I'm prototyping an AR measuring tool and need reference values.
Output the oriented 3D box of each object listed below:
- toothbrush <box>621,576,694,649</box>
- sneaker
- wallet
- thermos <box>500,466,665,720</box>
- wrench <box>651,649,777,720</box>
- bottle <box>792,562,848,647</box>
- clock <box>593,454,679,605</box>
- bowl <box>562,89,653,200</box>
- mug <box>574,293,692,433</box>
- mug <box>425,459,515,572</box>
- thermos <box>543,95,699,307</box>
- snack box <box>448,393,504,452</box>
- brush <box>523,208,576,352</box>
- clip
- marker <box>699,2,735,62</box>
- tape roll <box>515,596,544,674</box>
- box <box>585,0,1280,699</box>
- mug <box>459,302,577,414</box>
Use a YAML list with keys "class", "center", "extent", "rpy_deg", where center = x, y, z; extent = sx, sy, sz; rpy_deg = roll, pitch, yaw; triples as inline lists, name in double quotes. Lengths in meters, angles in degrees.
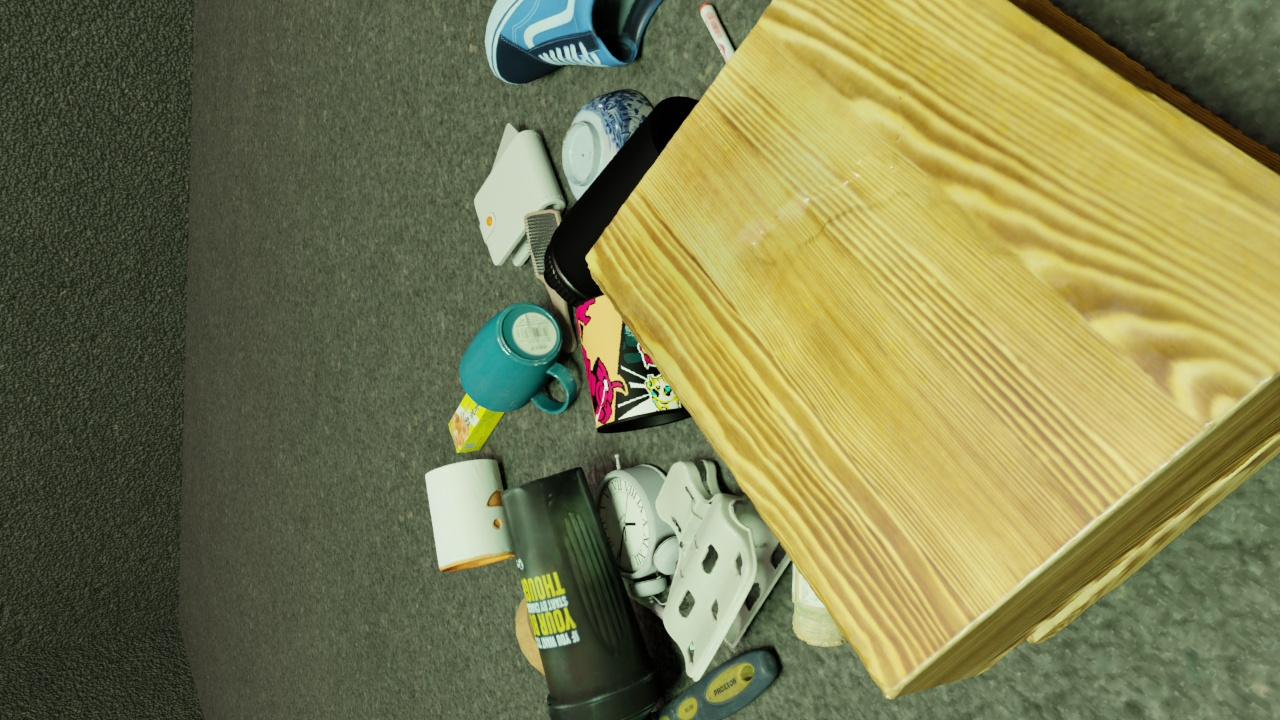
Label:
- class: "toothbrush"
  center: [0.001, 0.204, 0.790]
  extent: [0.155, 0.015, 0.022]
  rpy_deg: [23, 77, 51]
- class: "sneaker"
  center: [-0.056, -0.276, 0.766]
  extent: [0.242, 0.083, 0.098]
  rpy_deg: [-24, 73, 50]
- class: "wallet"
  center: [-0.126, -0.169, 0.913]
  extent: [0.119, 0.037, 0.115]
  rpy_deg: [-44, 59, 44]
- class: "thermos"
  center: [-0.048, 0.201, 0.743]
  extent: [0.098, 0.098, 0.220]
  rpy_deg: [-28, 78, 52]
- class: "wrench"
  center: [0.032, 0.291, 0.750]
  extent: [0.274, 0.022, 0.073]
  rpy_deg: [-52, 46, 44]
- class: "bottle"
  center: [0.119, 0.127, 0.593]
  extent: [0.043, 0.043, 0.111]
  rpy_deg: [9, 102, 54]
- class: "clock"
  center: [0.001, 0.145, 0.766]
  extent: [0.122, 0.035, 0.095]
  rpy_deg: [62, 139, 31]
- class: "bowl"
  center: [-0.034, -0.173, 0.774]
  extent: [0.114, 0.045, 0.114]
  rpy_deg: [8, 100, 54]
- class: "mug"
  center: [-0.004, 0.004, 0.733]
  extent: [0.118, 0.082, 0.098]
  rpy_deg: [119, 140, -77]
- class: "mug"
  center: [-0.184, 0.167, 0.990]
  extent: [0.082, 0.082, 0.105]
  rpy_deg: [-32, 67, 51]
- class: "thermos"
  center: [-0.007, -0.106, 0.708]
  extent: [0.199, 0.086, 0.086]
  rpy_deg: [-40, 62, 49]
- class: "snack box"
  center: [-0.170, 0.048, 1.004]
  extent: [0.148, 0.028, 0.040]
  rpy_deg: [-52, 53, 44]
- class: "brush"
  center: [-0.082, -0.072, 0.855]
  extent: [0.050, 0.015, 0.136]
  rpy_deg: [1, 107, 45]
- class: "clip"
  center: [0.066, 0.141, 0.673]
  extent: [0.151, 0.101, 0.127]
  rpy_deg: [-93, 23, -55]
- class: "marker"
  center: [0.071, -0.202, 0.652]
  extent: [0.013, 0.012, 0.142]
  rpy_deg: [-47, 56, 46]
- class: "tape roll"
  center: [-0.062, 0.234, 0.815]
  extent: [0.027, 0.093, 0.094]
  rpy_deg: [-52, 53, 44]
- class: "box"
  center: [0.159, -0.038, 0.443]
  extent: [0.252, 0.191, 0.279]
  rpy_deg: [-52, 51, 25]
- class: "mug"
  center: [-0.108, 0.003, 0.868]
  extent: [0.112, 0.084, 0.104]
  rpy_deg: [43, 147, -2]
